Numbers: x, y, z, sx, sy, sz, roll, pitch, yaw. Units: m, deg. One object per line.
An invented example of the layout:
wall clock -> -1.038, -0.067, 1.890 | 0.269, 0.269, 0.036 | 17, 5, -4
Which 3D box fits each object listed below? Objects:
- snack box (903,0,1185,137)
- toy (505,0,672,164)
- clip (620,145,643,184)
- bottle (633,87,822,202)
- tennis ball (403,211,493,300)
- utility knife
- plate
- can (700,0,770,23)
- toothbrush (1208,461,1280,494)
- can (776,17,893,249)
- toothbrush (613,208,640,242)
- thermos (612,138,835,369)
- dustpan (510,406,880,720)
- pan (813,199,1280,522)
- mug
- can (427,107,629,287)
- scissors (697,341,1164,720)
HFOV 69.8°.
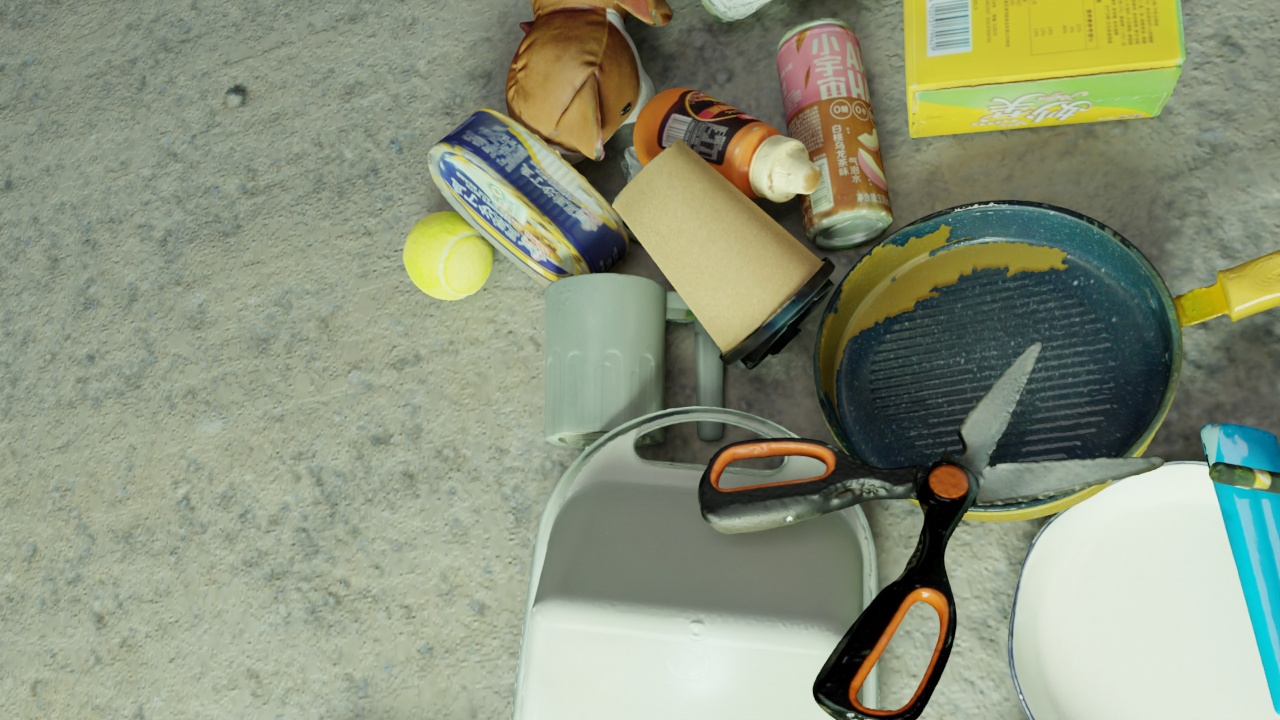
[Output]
snack box -> 0.253, -0.259, 0.599 | 0.158, 0.070, 0.209 | -1, 75, 17
toy -> -0.039, -0.226, 0.666 | 0.140, 0.130, 0.199 | -10, 62, 56
clip -> 0.001, -0.130, 0.670 | 0.025, 0.036, 0.058 | -7, 66, -24
bottle -> 0.060, -0.138, 0.611 | 0.149, 0.066, 0.066 | 31, 86, 43
tennis ball -> -0.142, -0.077, 0.680 | 0.065, 0.065, 0.065 | -5, 74, 16
utility knife -> 0.318, 0.139, 0.450 | 0.034, 0.018, 0.223 | -7, 72, 14
plate -> 0.303, 0.158, 0.486 | 0.205, 0.045, 0.204 | -4, 75, 17
can -> 0.105, -0.291, 0.628 | 0.147, 0.058, 0.058 | -19, 67, 45
toothbrush -> 0.371, 0.068, 0.463 | 0.185, 0.012, 0.017 | 10, 69, -8
can -> 0.129, -0.152, 0.617 | 0.058, 0.058, 0.147 | -10, 73, 15
toothbrush -> -0.062, -0.135, 0.697 | 0.192, 0.016, 0.018 | 33, 77, 23
thermos -> 0.052, -0.066, 0.580 | 0.093, 0.093, 0.143 | -44, 90, 3
dustpan -> 0.034, 0.171, 0.544 | 0.223, 0.142, 0.258 | 4, 115, 8
pan -> 0.268, -0.025, 0.496 | 0.358, 0.078, 0.197 | -12, 61, 22
mug -> -0.004, 0.004, 0.614 | 0.124, 0.084, 0.103 | 2, 76, -7
can -> -0.078, -0.109, 0.643 | 0.148, 0.075, 0.049 | 41, 60, -2
scissors -> 0.136, 0.077, 0.458 | 0.221, 0.022, 0.231 | 7, 58, 20
